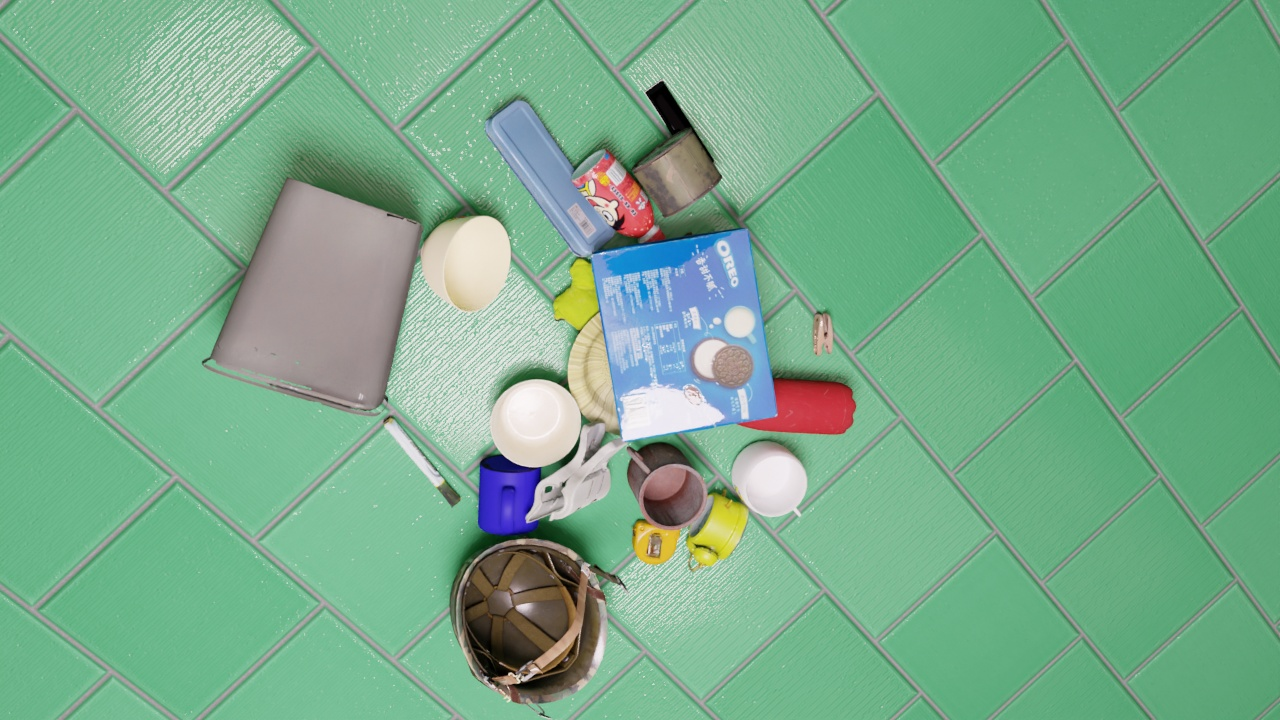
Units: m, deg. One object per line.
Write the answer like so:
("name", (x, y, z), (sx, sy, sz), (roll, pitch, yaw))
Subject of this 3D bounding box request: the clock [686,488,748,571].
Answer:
("clock", (0.101, 0.238, 1.258), (0.057, 0.083, 0.119), (28, 92, -10))

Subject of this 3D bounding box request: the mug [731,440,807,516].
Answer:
("mug", (0.183, 0.169, 1.265), (0.094, 0.068, 0.115), (-40, 106, 0))

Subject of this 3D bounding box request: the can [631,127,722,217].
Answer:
("can", (0.046, -0.233, 1.142), (0.090, 0.090, 0.074), (-37, 106, -1))

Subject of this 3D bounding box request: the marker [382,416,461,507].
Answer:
("marker", (-0.285, 0.133, 1.198), (0.017, 0.017, 0.146), (-37, 106, -1))

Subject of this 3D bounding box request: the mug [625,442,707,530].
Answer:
("mug", (0.022, 0.153, 1.214), (0.096, 0.110, 0.123), (-43, 105, -5))

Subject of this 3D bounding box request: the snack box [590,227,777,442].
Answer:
("snack box", (0.053, -0.032, 1.135), (0.195, 0.056, 0.239), (-9, 94, 1))

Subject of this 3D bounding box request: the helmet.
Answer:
("helmet", (-0.133, 0.328, 1.155), (0.224, 0.237, 0.192), (46, 67, -6))

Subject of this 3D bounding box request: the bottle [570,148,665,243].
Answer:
("bottle", (-0.021, -0.193, 1.142), (0.062, 0.062, 0.137), (-43, 114, 0))

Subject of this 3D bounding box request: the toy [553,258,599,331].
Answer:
("toy", (-0.069, -0.085, 1.182), (0.094, 0.036, 0.093), (-10, 99, -15))

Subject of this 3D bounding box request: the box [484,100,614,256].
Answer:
("box", (-0.114, -0.226, 1.153), (0.066, 0.052, 0.210), (-44, 109, -22))

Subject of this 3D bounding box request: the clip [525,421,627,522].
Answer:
("clip", (-0.070, 0.153, 1.176), (0.089, 0.125, 0.151), (44, 107, 11))

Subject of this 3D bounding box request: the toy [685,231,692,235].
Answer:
("toy", (0.093, -0.120, 1.206), (0.090, 0.071, 0.103), (-4, 80, -23))

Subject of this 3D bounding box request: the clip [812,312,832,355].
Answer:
("clip", (0.247, -0.035, 1.258), (0.049, 0.026, 0.061), (-38, 113, 3))

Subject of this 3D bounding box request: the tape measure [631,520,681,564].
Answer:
("tape measure", (0.018, 0.253, 1.274), (0.068, 0.030, 0.059), (7, 99, -11))

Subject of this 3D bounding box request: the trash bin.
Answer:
("trash bin", (-0.358, -0.076, 1.057), (0.197, 0.197, 0.220), (18, 92, -12))

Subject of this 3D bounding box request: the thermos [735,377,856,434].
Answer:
("thermos", (0.168, 0.059, 1.224), (0.239, 0.073, 0.073), (4, 101, -18))

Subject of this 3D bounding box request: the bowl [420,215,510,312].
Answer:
("bowl", (-0.225, -0.125, 1.119), (0.074, 0.117, 0.118), (18, 101, 29))

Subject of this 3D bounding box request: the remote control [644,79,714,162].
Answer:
("remote control", (0.051, -0.297, 1.169), (0.028, 0.012, 0.124), (-36, 106, -1))

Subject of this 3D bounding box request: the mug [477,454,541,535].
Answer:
("mug", (-0.169, 0.177, 1.180), (0.079, 0.111, 0.083), (3, 101, -6))

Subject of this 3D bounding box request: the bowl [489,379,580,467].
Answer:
("bowl", (-0.138, 0.074, 1.189), (0.115, 0.062, 0.115), (-2, 103, -10))

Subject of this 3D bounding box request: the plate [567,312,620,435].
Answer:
("plate", (-0.007, 0.007, 1.209), (0.184, 0.036, 0.184), (-3, 105, -13))
